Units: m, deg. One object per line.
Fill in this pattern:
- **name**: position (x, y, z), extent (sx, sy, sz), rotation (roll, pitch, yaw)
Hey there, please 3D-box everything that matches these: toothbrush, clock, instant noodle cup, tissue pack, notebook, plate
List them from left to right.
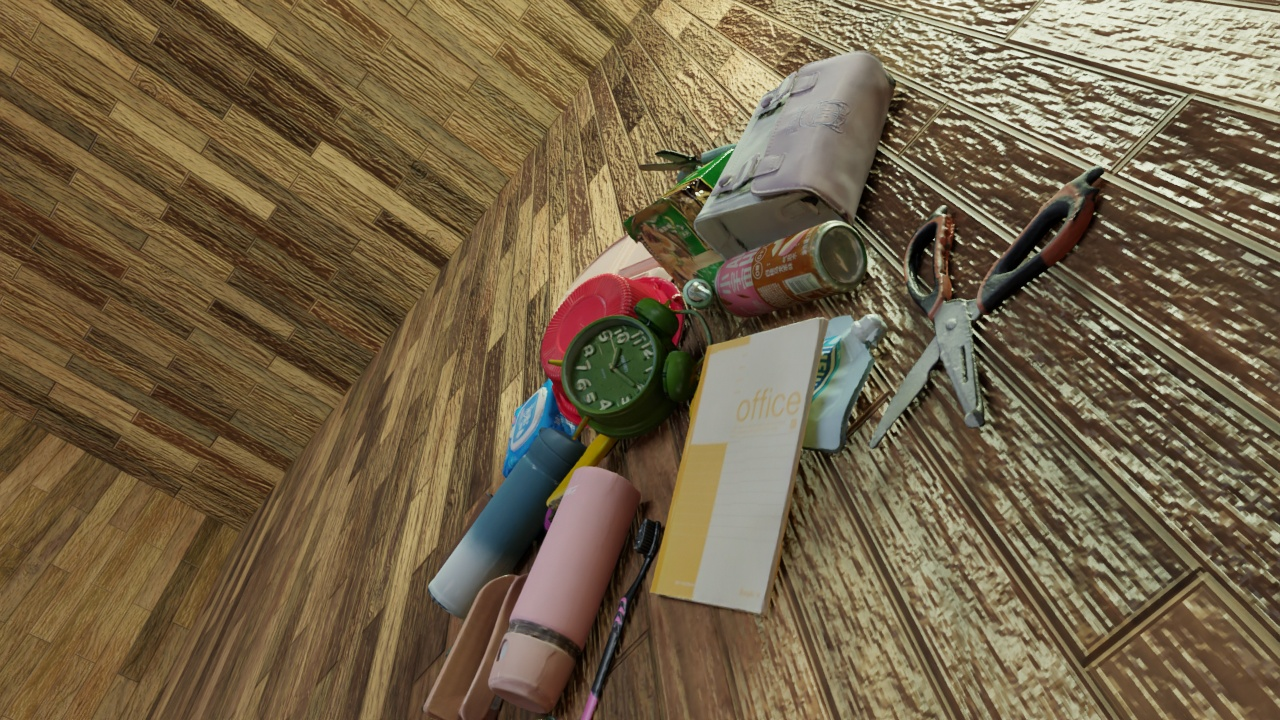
- **tissue pack**: position (-0.115, 0.078, 1.081), extent (0.095, 0.052, 0.156), rotation (-44, 23, 27)
- **instant noodle cup**: position (-0.044, -0.024, 1.005), extent (0.194, 0.066, 0.193), rotation (-30, 43, 32)
- **plate**: position (-0.036, -0.093, 1.168), extent (0.230, 0.028, 0.229), rotation (-37, 26, 22)
- **toothbrush**: position (-0.020, 0.208, 0.715), extent (0.014, 0.018, 0.188), rotation (-22, 39, 53)
- **clock**: position (-0.005, 0.005, 0.878), extent (0.161, 0.056, 0.116), rotation (-28, 61, 12)
- **toothbrush**: position (0.054, -0.061, 0.842), extent (0.026, 0.027, 0.224), rotation (-63, -4, 4)
- **notebook**: position (0.069, 0.075, 0.670), extent (0.146, 0.010, 0.206), rotation (-14, 58, 60)

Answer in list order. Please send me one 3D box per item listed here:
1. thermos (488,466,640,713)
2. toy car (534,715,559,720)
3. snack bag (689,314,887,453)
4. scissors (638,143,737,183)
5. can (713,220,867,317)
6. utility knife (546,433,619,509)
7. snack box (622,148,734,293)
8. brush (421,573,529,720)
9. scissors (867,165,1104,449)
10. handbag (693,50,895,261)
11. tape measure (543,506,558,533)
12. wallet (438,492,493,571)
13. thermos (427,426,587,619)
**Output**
- **thermos**: position (-0.066, 0.192, 0.776), extent (0.087, 0.067, 0.198), rotation (-37, 26, 57)
- **toy car**: position (-0.088, 0.309, 0.684), extent (0.106, 0.031, 0.049), rotation (-48, 22, 20)
- **snack bag**: position (0.108, 0.018, 0.702), extent (0.110, 0.039, 0.191), rotation (-55, 20, -20)
- **scissors**: position (0.078, -0.211, 1.021), extent (0.179, 0.173, 0.019), rotation (124, 140, -82)
- **can**: position (0.124, -0.074, 0.778), extent (0.148, 0.058, 0.057), rotation (-13, 46, 61)
- **utility knife**: position (-0.049, 0.100, 0.894), extent (0.033, 0.015, 0.154), rotation (-28, 11, 33)
- **snack box**: position (0.073, -0.147, 0.954), extent (0.105, 0.118, 0.118), rotation (-52, 17, -30)
- **brush**: position (-0.137, 0.260, 0.829), extent (0.073, 0.063, 0.145), rotation (-36, 25, 51)
- **scissors**: position (0.206, -0.038, 0.596), extent (0.222, 0.015, 0.189), rotation (-53, 20, 4)
- **handbag**: position (0.148, -0.188, 0.856), extent (0.145, 0.098, 0.196), rotation (-15, 40, 48)
- **tape measure**: position (-0.067, 0.148, 0.880), extent (0.057, 0.039, 0.057), rotation (-44, 23, 27)
- **wallet**: position (-0.188, 0.219, 1.057), extent (0.124, 0.032, 0.101), rotation (-59, 23, -8)
- **thermos**: position (-0.135, 0.170, 0.966), extent (0.220, 0.070, 0.070), rotation (-54, 20, 2)
